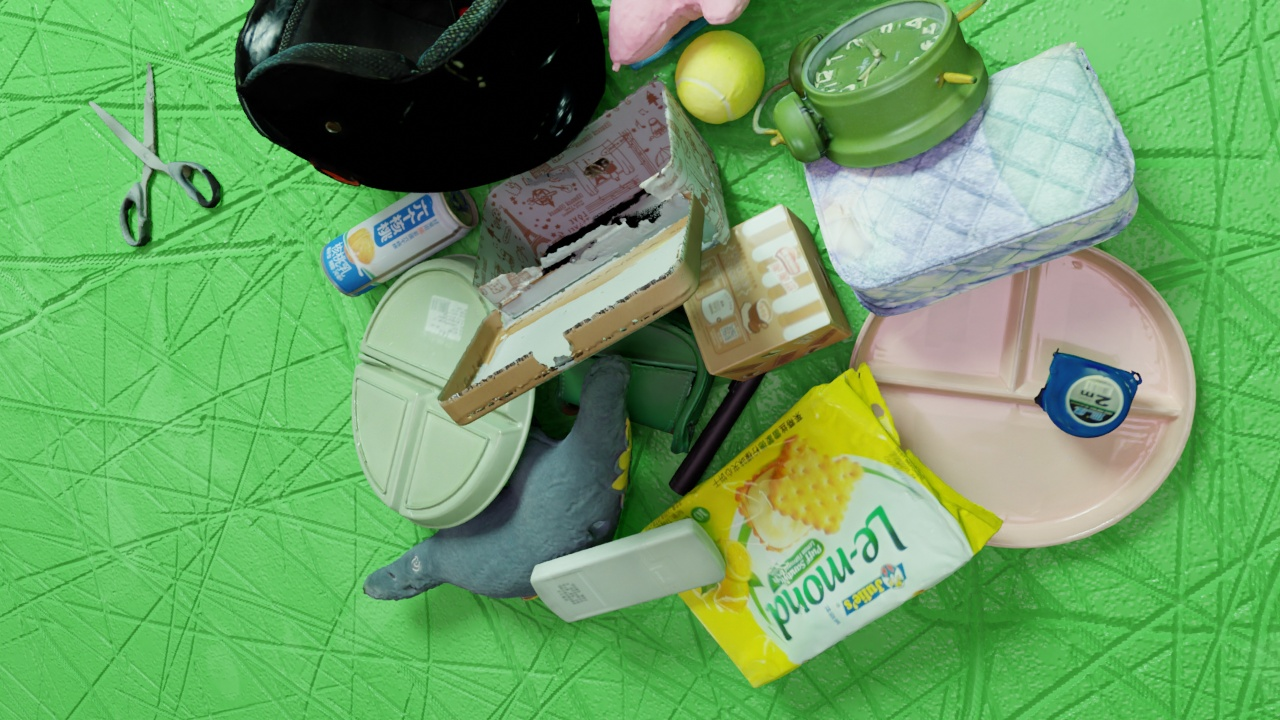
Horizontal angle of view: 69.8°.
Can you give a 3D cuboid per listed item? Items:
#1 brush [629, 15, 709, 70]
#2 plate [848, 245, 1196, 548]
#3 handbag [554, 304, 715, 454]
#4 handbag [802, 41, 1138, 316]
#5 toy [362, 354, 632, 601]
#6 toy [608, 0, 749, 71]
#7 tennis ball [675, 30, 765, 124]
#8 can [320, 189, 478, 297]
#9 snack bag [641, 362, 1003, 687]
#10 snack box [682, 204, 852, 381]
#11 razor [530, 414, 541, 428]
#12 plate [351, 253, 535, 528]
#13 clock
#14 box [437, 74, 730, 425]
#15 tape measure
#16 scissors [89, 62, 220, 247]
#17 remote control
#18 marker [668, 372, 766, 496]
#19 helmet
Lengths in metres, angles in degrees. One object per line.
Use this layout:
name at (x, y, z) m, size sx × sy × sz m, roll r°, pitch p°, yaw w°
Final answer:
brush at (0.098, -0.280, 0.663) m, size 0.255 × 0.045 × 0.083 m, roll -22°, pitch 96°, yaw 25°
plate at (0.267, 0.023, 0.662) m, size 0.230 × 0.028 × 0.229 m, roll 3°, pitch 101°, yaw 17°
handbag at (-0.004, 0.004, 0.734) m, size 0.131 × 0.067 × 0.120 m, roll 18°, pitch 113°, yaw 13°
handbag at (0.216, -0.117, 0.616) m, size 0.194 × 0.075 × 0.134 m, roll -20°, pitch 64°, yaw 20°
toy at (-0.097, 0.130, 0.760) m, size 0.138 × 0.091 × 0.357 m, roll 40°, pitch 120°, yaw -20°
toy at (0.025, -0.281, 0.639) m, size 0.178 × 0.074 × 0.194 m, roll -54°, pitch 45°, yaw 3°
tennis ball at (0.058, -0.207, 0.670) m, size 0.065 × 0.065 × 0.065 m, roll 3°, pitch 101°, yaw 18°
can at (-0.206, -0.105, 0.784) m, size 0.135 × 0.053 × 0.053 m, roll -25°, pitch 91°, yaw 21°
snack bag at (0.122, 0.128, 0.693) m, size 0.158 × 0.068 × 0.247 m, roll 50°, pitch 121°, yaw 6°
snack box at (0.089, -0.046, 0.672) m, size 0.094 × 0.077 × 0.092 m, roll -25°, pitch 75°, yaw 20°
razor at (-0.148, 0.019, 0.804) m, size 0.043 × 0.022 × 0.142 m, roll -43°, pitch 85°, yaw 18°
plate at (-0.172, 0.023, 0.756) m, size 0.231 × 0.027 × 0.230 m, roll -7°, pitch 80°, yaw 40°
clock at (0.150, -0.185, 0.617) m, size 0.162 × 0.115 × 0.056 m, roll -9°, pitch 135°, yaw 34°
box at (-0.032, -0.065, 0.623) m, size 0.178 × 0.261 × 0.088 m, roll -29°, pitch 126°, yaw 21°
tape measure at (0.301, 0.024, 0.622) m, size 0.058 × 0.025 × 0.054 m, roll 19°, pitch 107°, yaw 18°
scissors at (-0.475, -0.192, 0.883) m, size 0.177 × 0.014 × 0.160 m, roll 41°, pitch 108°, yaw 10°
remote control at (-0.011, 0.161, 0.701) m, size 0.150 × 0.021 × 0.058 m, roll -21°, pitch 120°, yaw 24°
marker at (0.062, 0.054, 0.739) m, size 0.132 × 0.022 × 0.020 m, roll -59°, pitch 36°, yaw 18°
helmet at (-0.161, -0.233, 0.656) m, size 0.275 × 0.230 × 0.233 m, roll 0°, pitch 71°, yaw 37°
